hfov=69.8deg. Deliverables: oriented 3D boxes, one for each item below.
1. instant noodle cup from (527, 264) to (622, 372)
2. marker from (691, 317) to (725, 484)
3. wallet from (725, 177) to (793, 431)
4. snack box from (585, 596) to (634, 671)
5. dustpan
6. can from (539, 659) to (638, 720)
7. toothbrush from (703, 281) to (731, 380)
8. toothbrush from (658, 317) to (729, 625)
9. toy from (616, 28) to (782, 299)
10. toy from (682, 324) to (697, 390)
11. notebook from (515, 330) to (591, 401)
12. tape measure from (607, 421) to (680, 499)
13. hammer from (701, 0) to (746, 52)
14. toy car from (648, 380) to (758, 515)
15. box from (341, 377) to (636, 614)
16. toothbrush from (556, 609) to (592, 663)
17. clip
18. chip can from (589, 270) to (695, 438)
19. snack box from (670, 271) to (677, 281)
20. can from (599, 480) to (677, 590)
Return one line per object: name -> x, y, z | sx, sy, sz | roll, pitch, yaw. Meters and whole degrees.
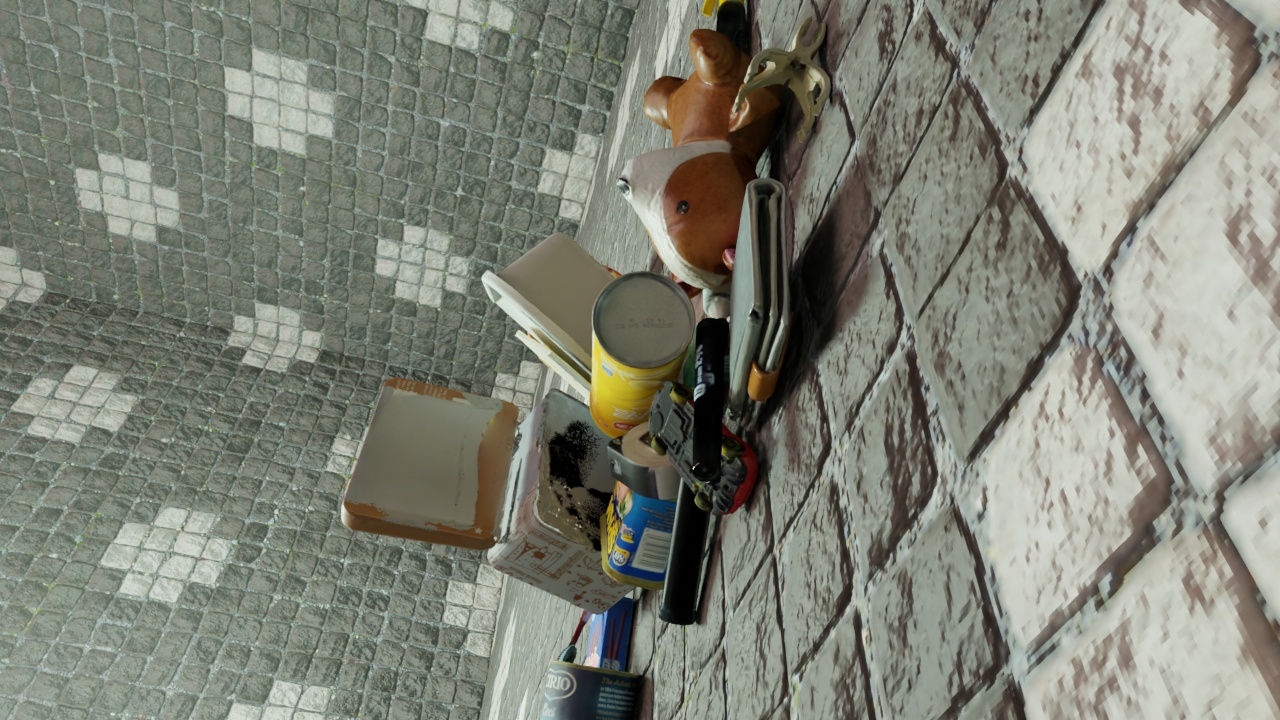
instant noodle cup -> -0.066, -0.057, 1.196 | 0.111, 0.151, 0.151 | -78, 2, -80
marker -> 0.044, 0.022, 0.576 | 0.022, 0.020, 0.131 | 53, -153, -34
wallet -> 0.074, -0.028, 0.558 | 0.130, 0.037, 0.106 | 91, -178, -58
snack box -> -0.036, 0.303, 0.845 | 0.085, 0.026, 0.156 | 119, 162, -62
dustpan -> -0.084, -0.012, 0.951 | 0.142, 0.222, 0.259 | -48, 1, -35
can -> -0.047, 0.307, 0.747 | 0.075, 0.075, 0.111 | 126, 155, -69
toothbrush -> 0.063, -0.062, 0.730 | 0.027, 0.026, 0.220 | 55, -155, -37
toothbrush -> 0.041, 0.075, 0.636 | 0.027, 0.026, 0.212 | 41, -122, -85
toy -> 0.045, -0.141, 0.687 | 0.140, 0.130, 0.199 | 150, 123, -67
toy -> 0.047, 0.013, 0.712 | 0.097, 0.030, 0.091 | 105, 171, -70
notebook -> -0.067, 0.026, 1.006 | 0.010, 0.146, 0.206 | -48, 18, -6
tape measure -> 0.018, 0.071, 0.680 | 0.066, 0.065, 0.034 | 25, 135, 44
hammer -> 0.093, -0.355, 0.938 | 0.129, 0.033, 0.300 | 112, 167, -49
toy car -> 0.039, 0.054, 0.602 | 0.106, 0.031, 0.049 | 46, 124, 46
box -> -0.119, 0.106, 0.828 | 0.103, 0.261, 0.178 | -48, 23, 31
toothbrush -> -0.040, 0.219, 0.863 | 0.017, 0.016, 0.187 | -50, 7, 43
clip -> 0.110, -0.186, 0.615 | 0.101, 0.096, 0.035 | -33, -19, -30
chip can -> -0.004, 0.004, 0.702 | 0.214, 0.072, 0.072 | 98, -178, -72
snack box -> 0.043, -0.142, 0.836 | 0.075, 0.025, 0.153 | -81, -7, -46
can -> 0.006, 0.119, 0.739 | 0.102, 0.057, 0.083 | -100, 26, -68
